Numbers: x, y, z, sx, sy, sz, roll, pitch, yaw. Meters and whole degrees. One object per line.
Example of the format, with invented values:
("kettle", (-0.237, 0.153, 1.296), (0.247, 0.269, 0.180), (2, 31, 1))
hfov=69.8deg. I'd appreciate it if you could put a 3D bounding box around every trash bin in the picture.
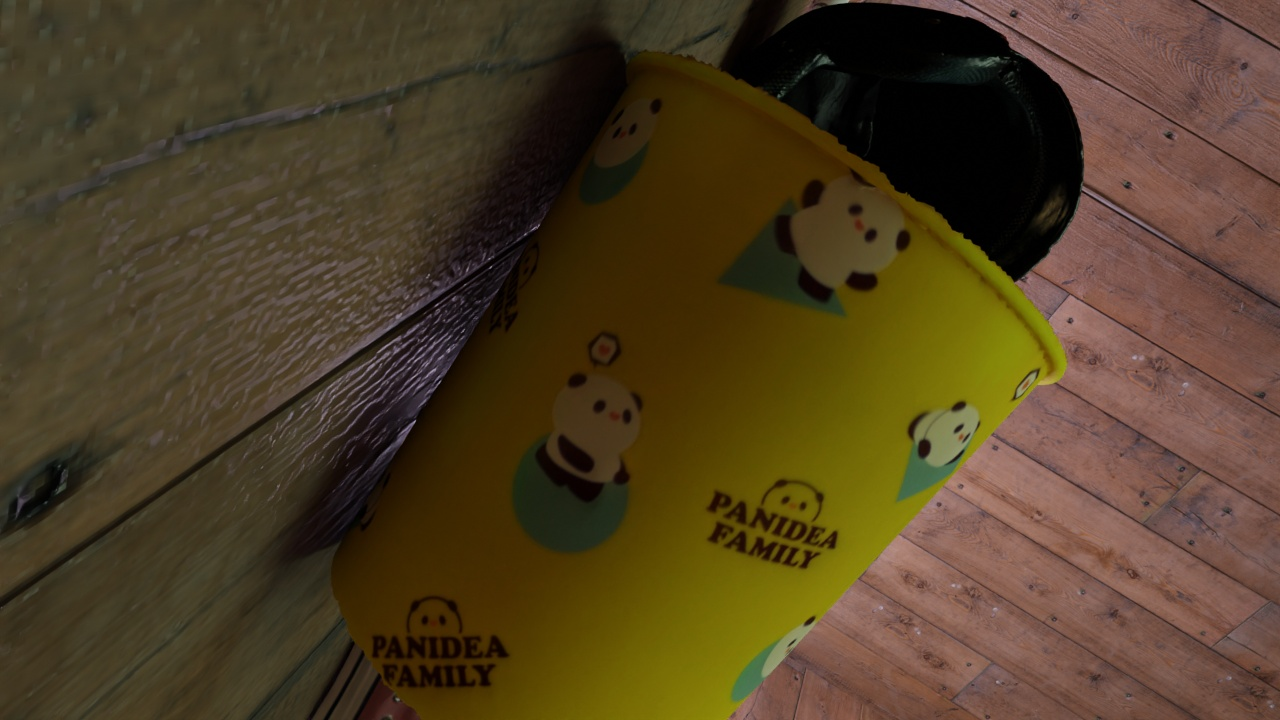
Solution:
("trash bin", (0.012, 0.038, 0.418), (0.255, 0.229, 0.229), (-53, 176, 3))

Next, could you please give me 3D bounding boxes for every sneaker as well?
("sneaker", (-0.145, 0.204, 0.610), (0.241, 0.088, 0.118), (-58, 176, 7))

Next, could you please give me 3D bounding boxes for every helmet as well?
("helmet", (0.182, -0.151, 0.700), (0.229, 0.274, 0.234), (-104, -154, -56))

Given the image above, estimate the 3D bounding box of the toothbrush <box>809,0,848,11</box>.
("toothbrush", (0.190, -0.357, 0.915), (0.026, 0.027, 0.220), (-27, -157, 52))
